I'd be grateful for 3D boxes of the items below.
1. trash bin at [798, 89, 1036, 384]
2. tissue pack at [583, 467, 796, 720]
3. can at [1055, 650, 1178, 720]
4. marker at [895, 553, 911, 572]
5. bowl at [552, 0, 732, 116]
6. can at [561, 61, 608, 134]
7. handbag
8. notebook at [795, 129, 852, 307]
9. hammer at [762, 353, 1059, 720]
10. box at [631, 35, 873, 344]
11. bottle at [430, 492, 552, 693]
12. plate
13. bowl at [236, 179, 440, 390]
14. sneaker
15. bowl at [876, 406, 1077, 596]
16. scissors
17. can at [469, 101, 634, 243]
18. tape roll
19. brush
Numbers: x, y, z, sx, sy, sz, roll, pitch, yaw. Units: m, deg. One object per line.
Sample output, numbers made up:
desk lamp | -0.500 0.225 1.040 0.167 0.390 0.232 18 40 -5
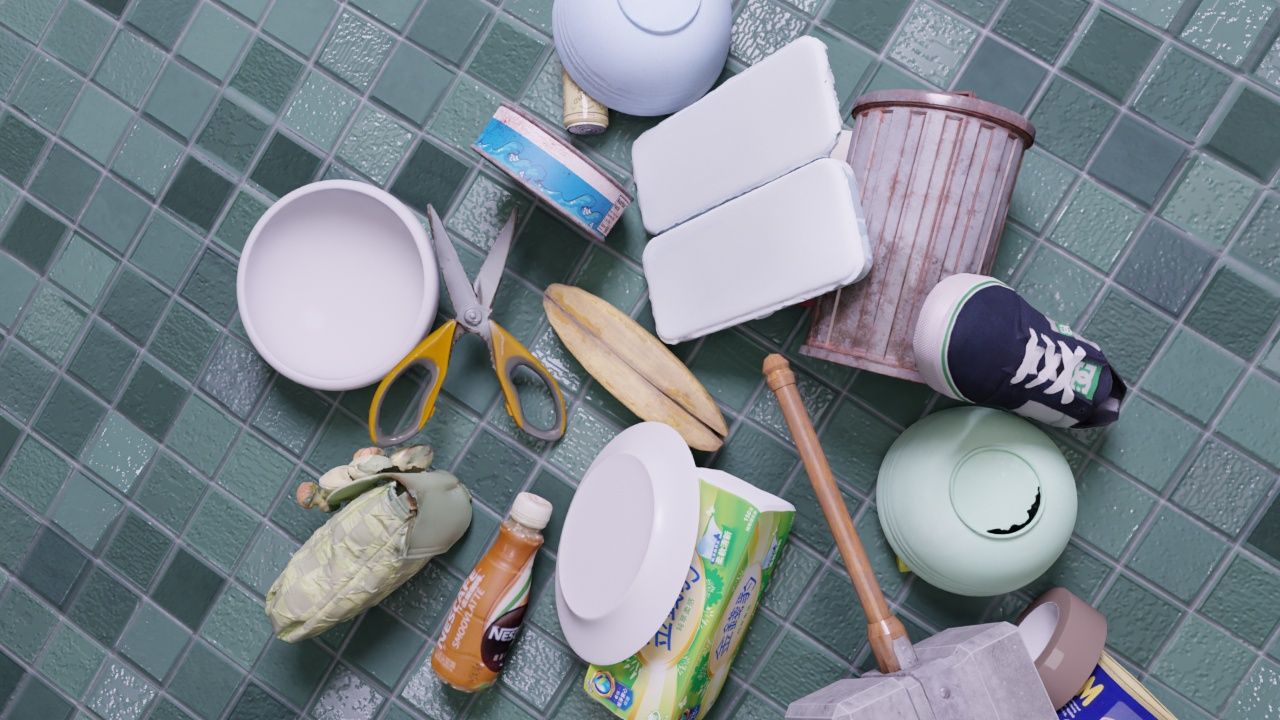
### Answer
trash bin | 0.202 -0.094 0.681 0.131 0.130 0.211 14 94 8
tissue pack | 0.015 0.173 0.732 0.141 0.120 0.197 24 86 26
can | 0.327 0.265 0.675 0.056 0.116 0.092 41 97 7
marker | 0.269 0.153 0.733 0.124 0.021 0.017 -8 88 7
bowl | 0.008 -0.279 0.731 0.150 0.075 0.150 1 87 -11
can | -0.047 -0.235 0.778 0.038 0.038 0.079 -2 89 8
handbag | -0.238 0.142 0.766 0.186 0.113 0.117 -40 76 7
notebook | 0.134 -0.121 0.763 0.209 0.012 0.153 11 92 9
hammer | 0.153 0.141 0.654 0.162 0.083 0.317 -15 76 -24
box | 0.073 -0.122 0.700 0.209 0.037 0.189 -16 83 46
bottle | -0.120 0.192 0.771 0.059 0.059 0.167 23 92 8
plate | -0.021 0.135 0.706 0.016 0.189 0.188 22 93 -30
bowl | -0.251 -0.062 0.791 0.177 0.066 0.176 0 89 9
sneaker | 0.269 0.001 0.627 0.079 0.235 0.084 21 92 46
bowl | 0.260 0.103 0.694 0.151 0.077 0.150 -1 77 6
scissors | -0.130 -0.014 0.758 0.216 0.016 0.225 28 89 -21
can | -0.070 -0.149 0.734 0.130 0.130 0.044 36 94 7
tape roll | 0.305 0.218 0.689 0.030 0.093 0.094 34 94 8
brush | -0.005 0.004 0.765 0.195 0.043 0.059 41 96 6
